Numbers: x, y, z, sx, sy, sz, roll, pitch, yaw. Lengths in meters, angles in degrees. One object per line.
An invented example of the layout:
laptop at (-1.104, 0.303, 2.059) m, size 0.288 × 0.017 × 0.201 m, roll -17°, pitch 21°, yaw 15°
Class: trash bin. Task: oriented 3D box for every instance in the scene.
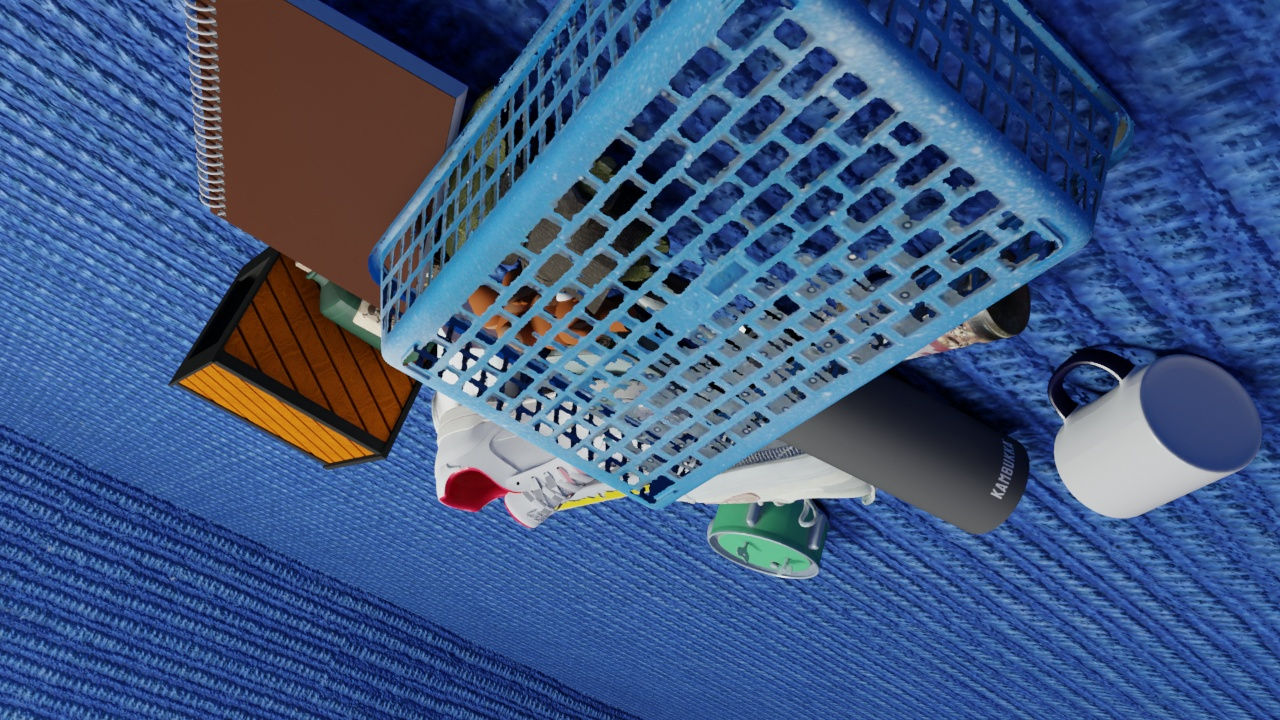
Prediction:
trash bin at (-0.315, -0.002, 0.876) m, size 0.171 × 0.139 × 0.140 m, roll 36°, pitch 149°, yaw -29°

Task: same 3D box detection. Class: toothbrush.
toothbrush at (0.071, -0.006, 0.739) m, size 0.189 × 0.017 × 0.016 m, roll 30°, pitch 160°, yaw -19°

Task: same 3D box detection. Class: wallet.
wallet at (-0.005, 0.005, 0.775) m, size 0.101 × 0.054 × 0.131 m, roll 0°, pitch 151°, yaw 49°

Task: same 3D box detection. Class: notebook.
notebook at (-0.203, -0.129, 0.572) m, size 0.171 × 0.022 × 0.210 m, roll 30°, pitch 141°, yaw 0°

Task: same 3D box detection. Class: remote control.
remote control at (-0.029, -0.071, 0.689) m, size 0.136 × 0.015 × 0.032 m, roll 22°, pitch 153°, yaw -3°

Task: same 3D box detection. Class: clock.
clock at (0.135, 0.199, 1.014) m, size 0.122 × 0.075 × 0.162 m, roll 21°, pitch 154°, yaw -2°

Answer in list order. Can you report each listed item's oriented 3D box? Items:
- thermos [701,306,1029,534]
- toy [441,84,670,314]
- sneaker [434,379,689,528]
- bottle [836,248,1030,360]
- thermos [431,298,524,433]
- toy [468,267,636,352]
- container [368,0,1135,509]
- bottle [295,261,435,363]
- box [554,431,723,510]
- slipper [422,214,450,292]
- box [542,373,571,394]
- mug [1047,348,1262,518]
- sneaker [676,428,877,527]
thermos at (0.170, 0.047, 0.697) m, size 0.240 × 0.082 × 0.082 m, roll 26°, pitch 153°, yaw -12°
toy at (-0.058, -0.095, 0.594) m, size 0.152 × 0.078 × 0.180 m, roll 28°, pitch 150°, yaw -6°
sneaker at (-0.071, 0.087, 0.772) m, size 0.237 × 0.104 × 0.090 m, roll -8°, pitch 149°, yaw 22°
bottle at (0.180, -0.032, 0.573) m, size 0.056 × 0.056 × 0.105 m, roll 35°, pitch 149°, yaw -27°
thermos at (-0.149, 0.018, 0.853) m, size 0.099 × 0.099 × 0.221 m, roll 20°, pitch 150°, yaw 1°
toy at (-0.064, -0.039, 0.703) m, size 0.128 × 0.094 × 0.065 m, roll 1°, pitch 116°, yaw 33°
container at (0.030, -0.055, 0.478) m, size 0.257 × 0.089 × 0.363 m, roll 32°, pitch 133°, yaw -22°
bottle at (-0.242, -0.056, 0.811) m, size 0.131 × 0.061 × 0.061 m, roll 36°, pitch 152°, yaw -29°
box at (-0.010, 0.090, 0.835) m, size 0.210 × 0.129 × 0.036 m, roll -17°, pitch 101°, yaw 29°
slipper at (-0.193, -0.116, 0.649) m, size 0.113 × 0.075 × 0.268 m, roll 13°, pitch 153°, yaw 13°
box at (-0.080, 0.066, 0.923) m, size 0.042 × 0.082 × 0.187 m, roll 27°, pitch 157°, yaw 14°
mug at (0.321, 0.040, 0.601) m, size 0.112 × 0.078 × 0.097 m, roll 45°, pitch 157°, yaw 13°
sneaker at (0.106, 0.109, 0.843) m, size 0.243 × 0.089 × 0.091 m, roll -14°, pitch 123°, yaw 43°
